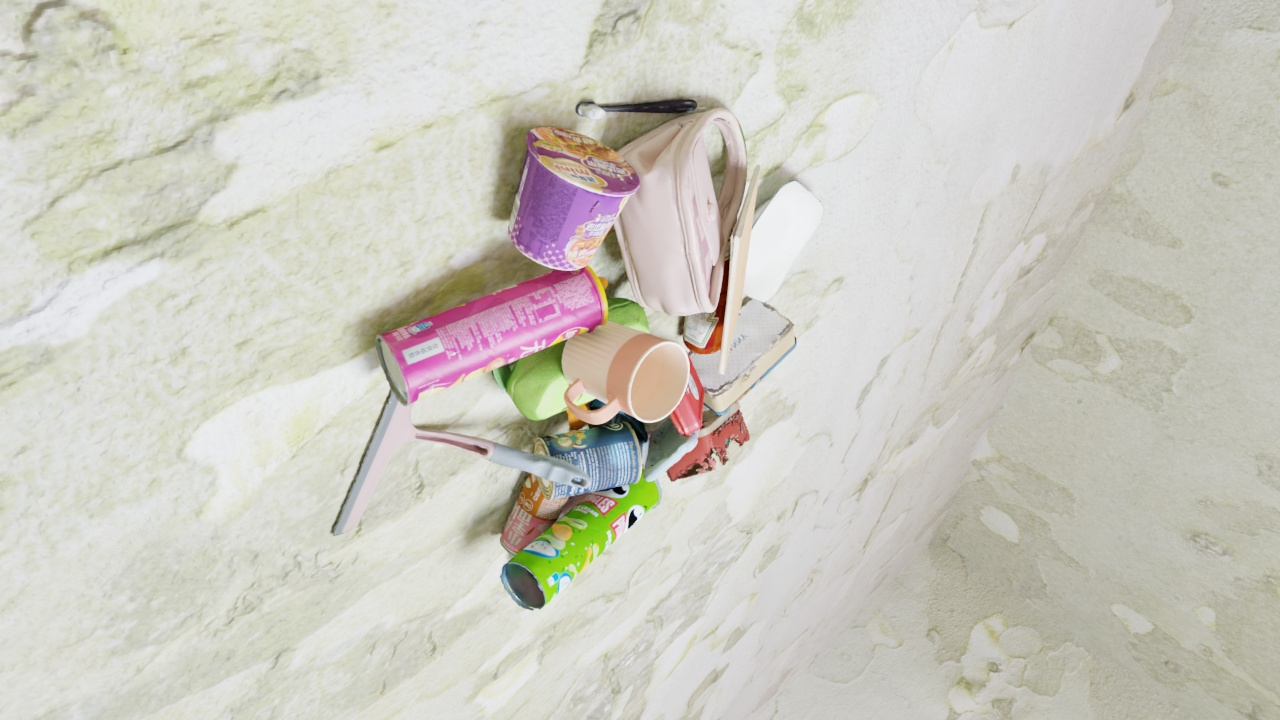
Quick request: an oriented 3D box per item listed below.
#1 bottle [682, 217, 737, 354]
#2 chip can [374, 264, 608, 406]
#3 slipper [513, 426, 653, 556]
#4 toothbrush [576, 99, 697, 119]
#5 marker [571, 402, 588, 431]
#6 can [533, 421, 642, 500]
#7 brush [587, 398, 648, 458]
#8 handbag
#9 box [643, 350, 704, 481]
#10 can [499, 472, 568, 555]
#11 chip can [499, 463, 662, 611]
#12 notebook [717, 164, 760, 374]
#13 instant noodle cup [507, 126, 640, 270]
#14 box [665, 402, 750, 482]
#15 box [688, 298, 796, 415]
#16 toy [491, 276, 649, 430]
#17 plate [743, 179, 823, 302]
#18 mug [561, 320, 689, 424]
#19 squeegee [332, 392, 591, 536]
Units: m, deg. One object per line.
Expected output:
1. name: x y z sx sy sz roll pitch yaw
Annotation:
1. bottle: 0.092 -0.100 1.176 0.059 0.060 0.206 -31 143 -35
2. chip can: -0.137 -0.029 0.864 0.210 0.071 0.072 -24 140 -24
3. slipper: -0.062 0.198 1.267 0.273 0.054 0.114 -41 148 -24
4. toothbrush: 0.003 -0.254 0.926 0.180 0.018 0.016 -20 133 -47
5. marker: -0.084 0.108 1.179 0.017 0.017 0.145 -27 141 -39
6. can: -0.064 0.118 1.073 0.111 0.075 0.075 -9 132 -21
7. brush: -0.025 0.078 1.197 0.144 0.055 0.073 53 50 -61
8. handbag: 0.062 -0.181 1.005 0.233 0.093 0.193 -56 144 -41
9. box: 0.032 0.068 1.166 0.098 0.119 0.201 -24 -172 9
10. can: -0.123 0.175 1.149 0.057 0.058 0.147 1 120 -56
11. chip can: -0.068 0.215 1.143 0.235 0.072 0.072 -35 146 -43
12. notebook: 0.119 -0.108 1.110 0.212 0.012 0.149 92 13 -45
13. instant noodle cup: -0.068 -0.145 0.851 0.111 0.111 0.099 -17 142 -47
14. box: 0.098 0.122 1.322 0.091 0.076 0.168 -18 -176 25
15. box: 0.143 -0.012 1.308 0.184 0.090 0.061 -39 147 -16
16. toy: -0.056 -0.006 1.026 0.246 0.090 0.227 -31 141 -38
17. plate: 0.177 -0.165 1.252 0.164 0.034 0.163 -58 151 9
18. mug: -0.027 0.017 0.919 0.114 0.106 0.082 -43 132 -25
19. squeegee: -0.164 0.098 0.970 0.249 0.040 0.248 18 107 -28
